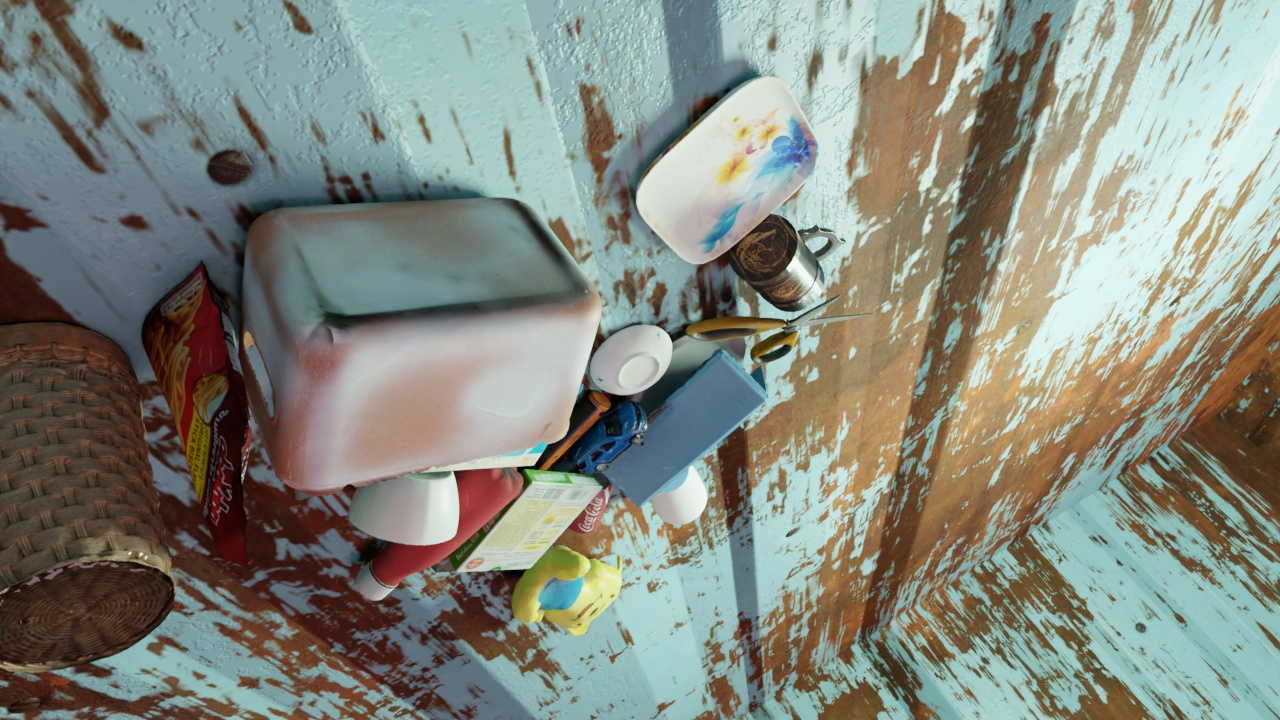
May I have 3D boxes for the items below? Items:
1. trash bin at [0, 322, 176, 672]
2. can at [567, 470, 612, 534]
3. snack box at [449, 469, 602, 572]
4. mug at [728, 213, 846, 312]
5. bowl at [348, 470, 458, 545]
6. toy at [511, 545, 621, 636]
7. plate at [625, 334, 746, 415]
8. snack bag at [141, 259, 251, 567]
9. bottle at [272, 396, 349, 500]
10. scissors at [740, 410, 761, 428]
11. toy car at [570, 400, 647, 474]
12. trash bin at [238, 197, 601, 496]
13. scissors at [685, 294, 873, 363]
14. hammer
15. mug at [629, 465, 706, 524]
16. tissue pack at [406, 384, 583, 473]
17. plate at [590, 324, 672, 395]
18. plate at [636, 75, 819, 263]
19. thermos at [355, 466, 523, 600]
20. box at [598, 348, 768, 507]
[{"bbox_3d":[-0.425,0.095,0.654,0.151,0.210,0.151,-24,145,-18],"label":"trash bin"},{"bbox_3d":[-0.071,0.188,1.238,0.054,0.054,0.097,-13,142,-30],"label":"can"},{"bbox_3d":[-0.143,0.203,1.155,0.168,0.027,0.131,-49,146,20],"label":"snack box"},{"bbox_3d":[0.171,-0.118,1.038,0.116,0.080,0.107,-37,149,13],"label":"mug"},{"bbox_3d":[-0.246,0.143,0.976,0.116,0.116,0.066,5,103,-45],"label":"bowl"},{"bbox_3d":[-0.105,0.340,1.378,0.149,0.084,0.214,-38,149,7],"label":"toy"},{"bbox_3d":[0.057,0.019,1.174,0.178,0.012,0.179,-24,146,-17],"label":"plate"},{"bbox_3d":[-0.312,0.035,0.680,0.066,0.208,0.139,-5,137,-38],"label":"snack bag"},{"bbox_3d":[-0.299,0.055,0.868,0.083,0.046,0.174,-17,143,-26],"label":"bottle"},{"bbox_3d":[0.140,0.064,1.298,0.141,0.014,0.147,-13,146,-37],"label":"scissors"},{"bbox_3d":[-0.041,0.096,1.138,0.043,0.056,0.120,24,128,-38],"label":"toy car"},{"bbox_3d":[-0.181,-0.026,0.749,0.259,0.181,0.158,-10,138,-33],"label":"trash bin"},{"bbox_3d":[0.158,-0.037,1.105,0.228,0.016,0.226,1,161,-20],"label":"scissors"},{"bbox_3d":[-0.147,0.156,1.148,0.315,0.035,0.137,-45,147,14],"label":"hammer"},{"bbox_3d":[0.030,0.181,1.313,0.114,0.080,0.088,-7,143,14],"label":"mug"},{"bbox_3d":[-0.162,0.062,0.988,0.209,0.066,0.117,2,134,-46],"label":"tissue pack"},{"bbox_3d":[-0.006,0.006,1.073,0.104,0.026,0.104,-15,136,-15],"label":"plate"},{"bbox_3d":[0.089,-0.190,0.930,0.187,0.016,0.187,-41,147,9],"label":"plate"},{"bbox_3d":[-0.243,0.197,1.076,0.240,0.073,0.073,-42,147,12],"label":"thermos"},{"bbox_3d":[0.053,0.074,1.194,0.232,0.094,0.112,-44,-169,20],"label":"box"}]
